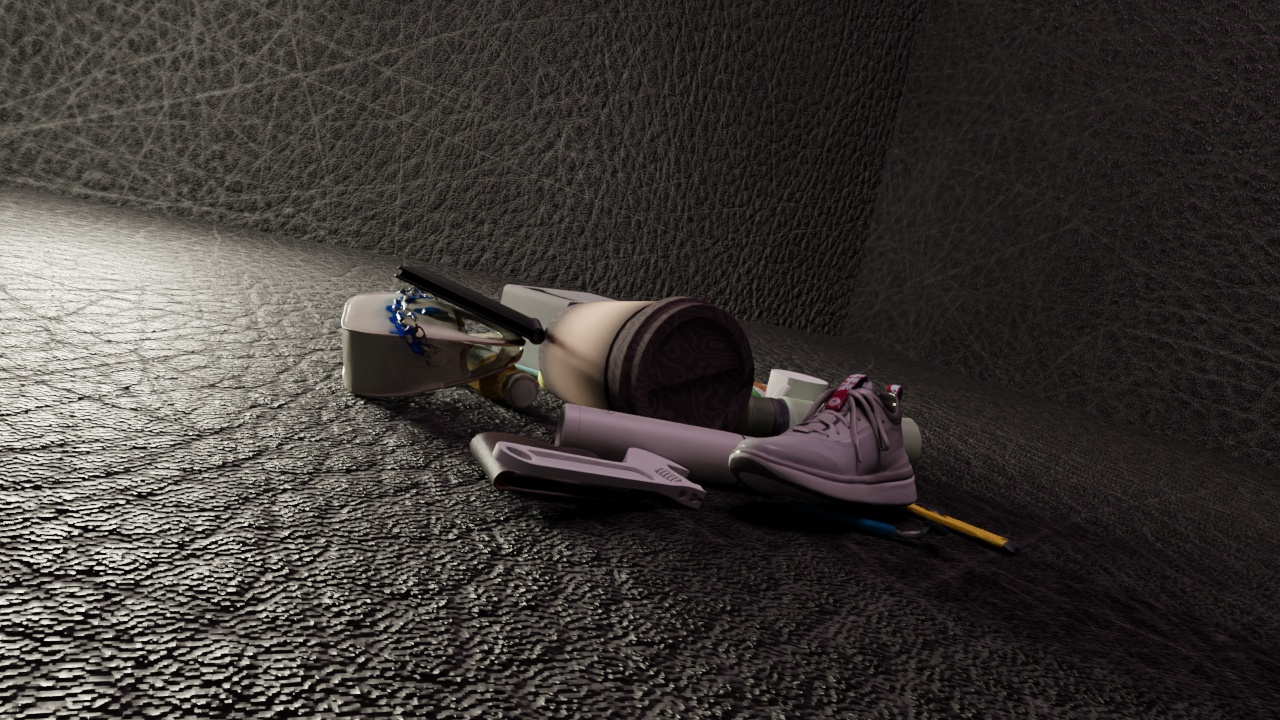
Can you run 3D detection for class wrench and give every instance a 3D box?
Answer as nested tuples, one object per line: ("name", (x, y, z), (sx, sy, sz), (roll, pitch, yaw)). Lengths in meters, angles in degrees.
("wrench", (-0.030, 0.087, 0.753), (0.087, 0.018, 0.273), (29, 6, 36))

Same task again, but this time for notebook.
("notebook", (-0.193, -0.068, 1.078), (0.169, 0.019, 0.231), (25, 2, -9))

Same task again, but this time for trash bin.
("trash bin", (-0.101, -0.040, 1.388), (0.115, 0.114, 0.228), (17, 9, 30))

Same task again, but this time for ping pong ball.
("ping pong ball", (-0.113, 0.022, 1.193), (0.040, 0.040, 0.040), (12, 8, -2))

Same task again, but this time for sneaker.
("sneaker", (0.185, 0.074, 0.882), (0.262, 0.128, 0.097), (8, -7, -44))

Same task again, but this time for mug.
("mug", (0.190, 0.064, 1.187), (0.073, 0.089, 0.105), (17, 9, 30))

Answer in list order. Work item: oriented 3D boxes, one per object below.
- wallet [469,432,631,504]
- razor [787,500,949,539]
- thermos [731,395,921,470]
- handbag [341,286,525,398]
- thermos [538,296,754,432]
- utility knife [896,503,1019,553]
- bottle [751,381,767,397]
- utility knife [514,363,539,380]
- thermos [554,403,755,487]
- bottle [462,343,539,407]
("wallet", (-0.078, 0.092, 0.783), (0.119, 0.031, 0.099), (12, 9, -24))
("razor", (0.208, 0.150, 0.853), (0.144, 0.022, 0.042), (8, -7, 7))
("thermos", (0.218, 0.092, 1.102), (0.231, 0.082, 0.082), (11, 8, -17))
("handbag", (-0.229, -0.031, 1.019), (0.199, 0.093, 0.200), (-2, 19, -16))
("thermos", (-0.006, 0.006, 1.053), (0.172, 0.172, 0.226), (7, 3, -37))
("utility knife", (0.296, 0.159, 0.960), (0.207, 0.018, 0.030), (16, -1, 44))
("bottle", (0.114, 0.047, 1.306), (0.167, 0.059, 0.059), (16, 9, 26))
("utility knife", (-0.139, 0.022, 1.254), (0.120, 0.015, 0.022), (16, -23, 14))
("thermos", (0.030, 0.087, 0.900), (0.224, 0.052, 0.052), (11, 8, -12))
("bottle", (-0.186, 0.013, 1.089), (0.053, 0.053, 0.186), (6, 11, -41))
